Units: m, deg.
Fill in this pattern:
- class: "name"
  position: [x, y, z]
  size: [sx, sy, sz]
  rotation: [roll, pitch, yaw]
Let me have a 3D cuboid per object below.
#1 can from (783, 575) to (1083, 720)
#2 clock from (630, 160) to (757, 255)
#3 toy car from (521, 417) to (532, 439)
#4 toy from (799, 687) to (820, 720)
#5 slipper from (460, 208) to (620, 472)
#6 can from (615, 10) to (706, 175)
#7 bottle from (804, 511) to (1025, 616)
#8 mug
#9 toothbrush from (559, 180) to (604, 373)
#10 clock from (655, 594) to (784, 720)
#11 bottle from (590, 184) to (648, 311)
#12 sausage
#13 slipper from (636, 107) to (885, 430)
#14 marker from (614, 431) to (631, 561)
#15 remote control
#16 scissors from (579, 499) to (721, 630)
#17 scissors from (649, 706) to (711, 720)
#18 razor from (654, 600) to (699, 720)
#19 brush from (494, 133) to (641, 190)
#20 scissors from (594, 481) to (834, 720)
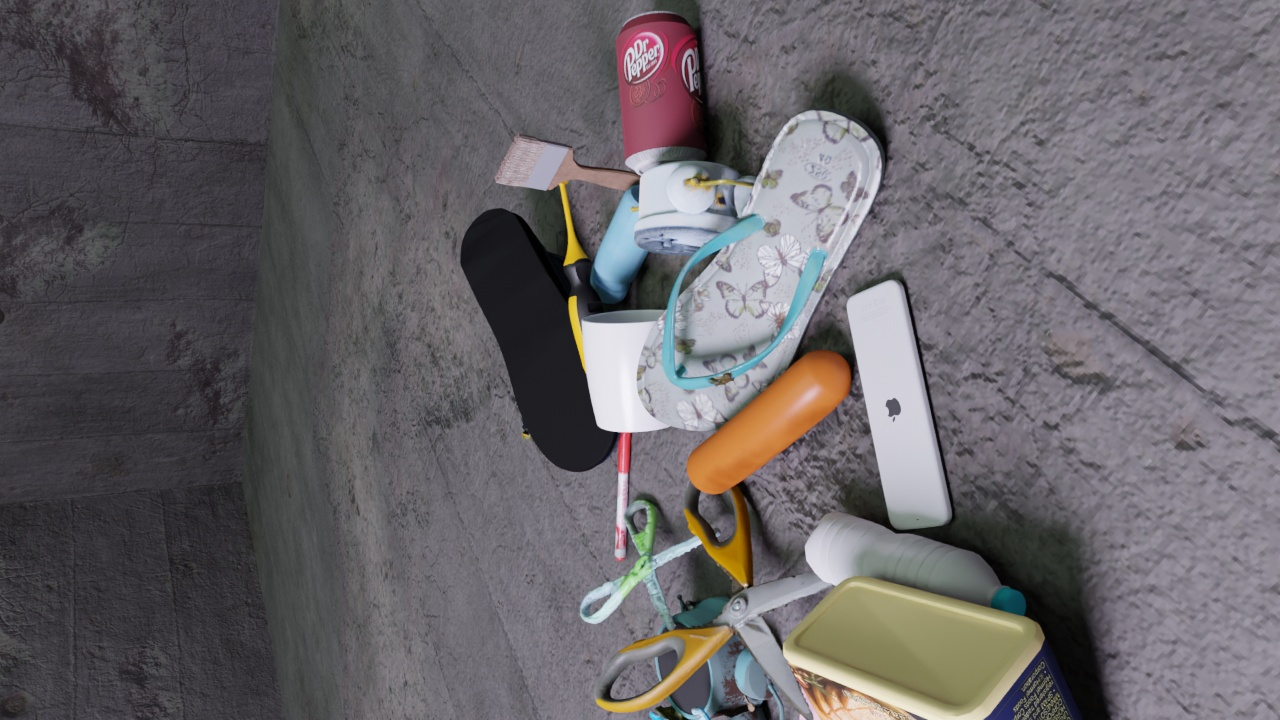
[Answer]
- class: "can"
  position: [0.150, 0.177, 0.459]
  size: [0.135, 0.075, 0.104]
  rotation: [-2, 121, 59]
- class: "clock"
  position: [0.044, -0.108, 0.654]
  size: [0.118, 0.083, 0.057]
  rotation: [-9, 78, 60]
- class: "toy car"
  position: [-0.097, 0.061, 0.951]
  size: [0.107, 0.030, 0.049]
  rotation: [10, 99, 61]
- class: "toy"
  position: [0.125, 0.239, 0.570]
  size: [0.103, 0.050, 0.093]
  rotation: [-24, 74, 61]
- class: "slipper"
  position: [-0.078, -0.024, 0.873]
  size: [0.109, 0.083, 0.265]
  rotation: [-36, 71, 27]
- class: "can"
  position: [0.016, -0.204, 0.711]
  size: [0.063, 0.063, 0.114]
  rotation: [-11, 82, 59]
- class: "bottle"
  position: [0.153, 0.120, 0.519]
  size: [0.136, 0.044, 0.044]
  rotation: [8, 99, 58]
- class: "mug"
  position: [-0.005, 0.004, 0.760]
  size: [0.114, 0.081, 0.088]
  rotation: [-88, -5, -80]
- class: "toothbrush"
  position: [-0.054, -0.080, 0.790]
  size: [0.031, 0.031, 0.196]
  rotation: [-11, 89, 46]
- class: "clock"
  position: [0.060, 0.232, 0.676]
  size: [0.124, 0.053, 0.090]
  rotation: [38, 124, 49]
- class: "bottle"
  position: [-0.017, -0.091, 0.796]
  size: [0.130, 0.040, 0.040]
  rotation: [-60, 43, 42]
- class: "sausage"
  position: [0.083, 0.047, 0.626]
  size: [0.039, 0.044, 0.165]
  rotation: [40, 135, -3]
- class: "slipper"
  position: [0.072, -0.038, 0.610]
  size: [0.098, 0.054, 0.270]
  rotation: [38, 126, 8]
- class: "marker"
  position: [-0.016, 0.114, 0.836]
  size: [0.013, 0.012, 0.142]
  rotation: [15, 105, 58]
- class: "remote control"
  position: [0.153, 0.027, 0.548]
  size: [0.045, 0.008, 0.146]
  rotation: [-25, 71, 57]
- class: "scissors"
  position: [0.002, 0.173, 0.745]
  size: [0.166, 0.024, 0.171]
  rotation: [-46, 21, 9]
- class: "scissors"
  position: [0.069, 0.288, 0.655]
  size: [0.140, 0.011, 0.134]
  rotation: [7, 134, 38]
- class: "razor"
  position: [0.037, 0.247, 0.748]
  size: [0.042, 0.026, 0.106]
  rotation: [15, 101, 60]
- class: "brush"
  position: [-0.046, -0.150, 0.740]
  size: [0.045, 0.142, 0.008]
  rotation: [-52, 49, 36]
- class: "scissors"
  position: [0.050, 0.172, 0.639]
  size: [0.230, 0.016, 0.225]
  rotation: [-42, 36, 10]
